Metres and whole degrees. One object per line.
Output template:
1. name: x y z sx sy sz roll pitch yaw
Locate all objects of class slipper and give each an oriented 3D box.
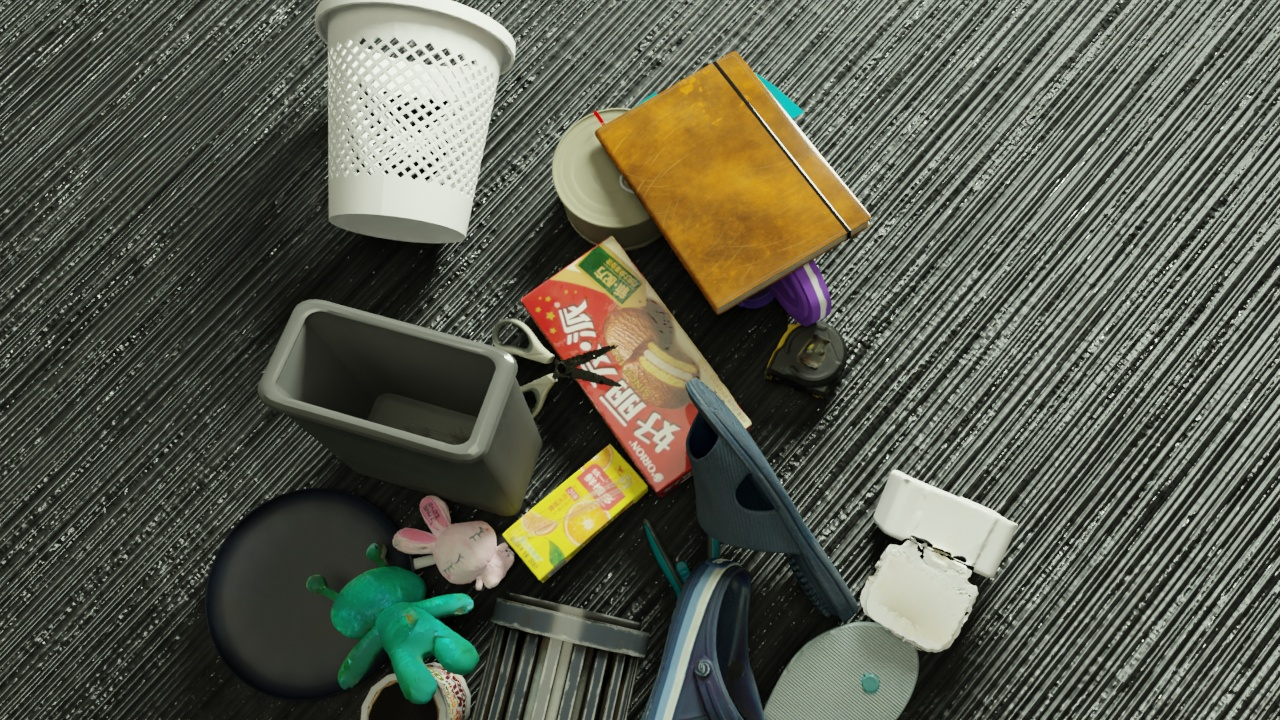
1. slipper: 0.144 0.339 0.823 0.098 0.054 0.269 38 93 14
2. slipper: 0.061 0.299 0.785 0.095 0.105 0.252 6 78 27
3. slipper: 0.082 -0.133 0.903 0.084 0.107 0.266 -25 70 -4
4. slipper: 0.097 0.139 0.810 0.082 0.101 0.263 -34 103 2

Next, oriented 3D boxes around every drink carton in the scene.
1. drink carton: -0.061 0.144 0.874 0.134 0.043 0.058 -39 77 -12

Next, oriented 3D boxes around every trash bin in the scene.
1. trash bin: -0.196 0.052 0.813 0.192 0.220 0.097 15 70 7
2. trash bin: -0.082 0.326 0.781 0.164 0.164 0.227 11 74 6
3. trash bin: -0.232 -0.229 0.916 0.195 0.195 0.199 5 87 5

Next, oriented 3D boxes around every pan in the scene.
1. pan: -0.240 0.204 0.889 0.356 0.021 0.198 -14 76 -3

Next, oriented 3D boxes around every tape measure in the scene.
1. tape measure: 0.165 -0.003 0.900 0.071 0.042 0.072 21 76 12

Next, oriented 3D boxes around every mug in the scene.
1. mug: -0.211 0.323 0.823 0.105 0.089 0.073 -37 77 -5

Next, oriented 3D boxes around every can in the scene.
1. can: -0.022 -0.182 0.937 0.128 0.073 0.127 -1 77 4

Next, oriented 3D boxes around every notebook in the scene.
1. notebook: 0.084 -0.183 0.862 0.178 0.014 0.249 -30 66 -3

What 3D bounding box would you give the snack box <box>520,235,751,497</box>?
1. snack box: -0.005 0.005 0.899 0.113 0.060 0.236 -35 77 -3

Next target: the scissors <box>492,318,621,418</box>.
1. scissors: -0.089 0.012 0.882 0.158 0.012 0.162 41 120 23

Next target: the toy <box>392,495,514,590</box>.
1. toy: -0.175 0.174 0.863 0.110 0.047 0.063 25 75 11

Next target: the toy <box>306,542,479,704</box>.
1. toy: -0.217 0.227 0.810 0.130 0.072 0.193 -28 35 -32

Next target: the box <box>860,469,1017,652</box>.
1. box: 0.254 0.182 0.812 0.108 0.128 0.137 20 93 8

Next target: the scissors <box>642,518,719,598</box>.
1. scissors: 0.053 0.202 0.871 0.156 0.019 0.124 38 83 9
